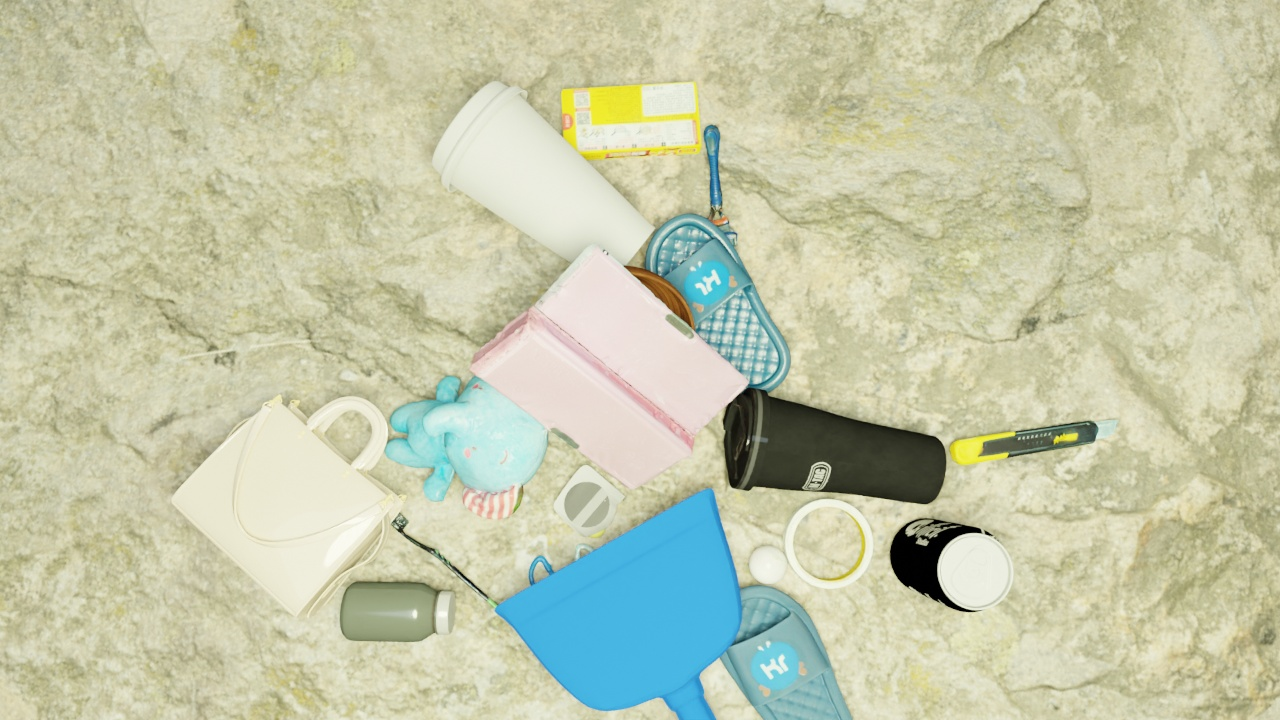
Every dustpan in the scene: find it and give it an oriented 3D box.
[{"bbox_3d":[0.026,0.298,0.896,0.245,0.059,0.257,-29,75,-4],"label":"dustpan"}]

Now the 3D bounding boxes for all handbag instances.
[{"bbox_3d":[-0.333,0.125,0.934,0.194,0.101,0.197,40,85,6],"label":"handbag"}]

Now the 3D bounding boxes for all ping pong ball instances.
[{"bbox_3d":[0.134,0.214,0.963,0.040,0.040,0.040,0,84,-1],"label":"ping pong ball"}]

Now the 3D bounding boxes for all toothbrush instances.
[{"bbox_3d":[-0.201,0.217,0.972,0.188,0.014,0.017,39,77,3],"label":"toothbrush"}]

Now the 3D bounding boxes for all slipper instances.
[{"bbox_3d":[0.155,0.328,0.944,0.103,0.059,0.213,-30,87,-6],"label":"slipper"},{"bbox_3d":[0.080,-0.055,0.977,0.104,0.059,0.213,-33,90,8],"label":"slipper"}]

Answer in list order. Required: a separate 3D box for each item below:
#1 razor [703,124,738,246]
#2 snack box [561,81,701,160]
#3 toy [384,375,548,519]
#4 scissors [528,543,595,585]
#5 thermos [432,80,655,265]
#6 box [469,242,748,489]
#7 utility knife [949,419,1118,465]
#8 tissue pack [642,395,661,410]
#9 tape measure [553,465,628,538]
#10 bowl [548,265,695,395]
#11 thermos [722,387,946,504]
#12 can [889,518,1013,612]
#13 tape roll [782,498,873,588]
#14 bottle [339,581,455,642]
[{"bbox_3d":[0.084,-0.192,1.015,0.044,0.018,0.141,-3,83,10],"label":"razor"},{"bbox_3d":[-0.011,-0.265,1.017,0.152,0.025,0.075,-4,84,-2],"label":"snack box"},{"bbox_3d":[-0.183,0.070,0.946,0.181,0.115,0.183,1,71,10],"label":"toy"},{"bbox_3d":[-0.060,0.255,0.972,0.097,0.020,0.132,-32,84,-1],"label":"scissors"},{"bbox_3d":[-0.096,-0.178,0.965,0.222,0.131,0.131,38,85,-5],"label":"thermos"},{"bbox_3d":[-0.025,0.019,0.897,0.181,0.050,0.232,-42,118,19],"label":"box"},{"bbox_3d":[0.428,0.086,0.992,0.186,0.020,0.028,-10,86,-3],"label":"utility knife"},{"bbox_3d":[-0.006,0.006,0.986,0.099,0.034,0.114,-19,85,1],"label":"tissue pack"},{"bbox_3d":[-0.054,0.151,0.978,0.064,0.017,0.065,40,85,4],"label":"tape measure"},{"bbox_3d":[-0.022,-0.040,0.929,0.147,0.068,0.147,-2,123,-4],"label":"bowl"},{"bbox_3d":[0.198,0.096,0.950,0.218,0.106,0.105,10,84,-5],"label":"thermos"},{"bbox_3d":[0.306,0.201,0.914,0.080,0.146,0.080,0,84,-1],"label":"can"},{"bbox_3d":[0.199,0.194,0.977,0.094,0.019,0.094,0,85,-1],"label":"tape roll"},{"bbox_3d":[-0.248,0.258,0.943,0.108,0.060,0.060,1,84,-1],"label":"bottle"}]
